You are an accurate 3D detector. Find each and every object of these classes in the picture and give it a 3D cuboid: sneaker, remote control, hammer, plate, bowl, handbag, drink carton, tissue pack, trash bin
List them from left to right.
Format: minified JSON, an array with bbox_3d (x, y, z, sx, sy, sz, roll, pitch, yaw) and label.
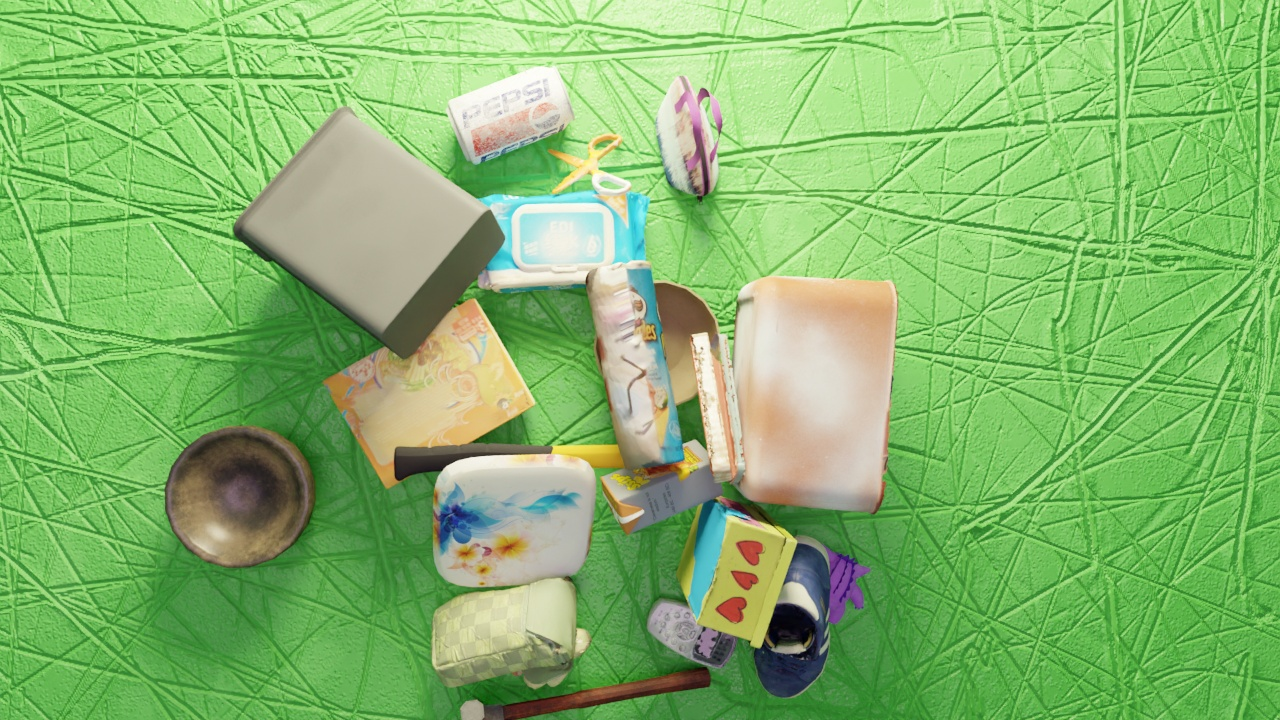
[{"bbox_3d":[-0.457,0.154,1.067,0.162,0.070,0.162,0,91,-4],"label":"bowl"},{"bbox_3d":[-0.297,-0.141,1.019,0.220,0.098,0.191,35,79,14],"label":"trash bin"},{"bbox_3d":[-0.151,0.331,1.081,0.186,0.113,0.117,-13,124,9],"label":"handbag"},{"bbox_3d":[-0.145,0.192,1.066,0.187,0.016,0.187,0,118,-13],"label":"plate"},{"bbox_3d":[-0.118,0.112,1.059,0.323,0.029,0.127,1,111,-17],"label":"hammer"},{"bbox_3d":[-0.090,-0.142,1.092,0.209,0.066,0.117,-3,91,-6],"label":"tissue pack"},{"bbox_3d":[-0.062,0.403,1.095,0.300,0.111,0.028,-6,63,-13],"label":"hammer"},{"bbox_3d":[0.018,-0.020,1.104,0.152,0.050,0.152,0,94,-7],"label":"bowl"},{"bbox_3d":[0.024,0.145,1.056,0.124,0.076,0.048,-21,115,-12],"label":"drink carton"},{"bbox_3d":[0.062,0.332,1.127,0.114,0.028,0.060,29,89,-4],"label":"remote control"},{"bbox_3d":[0.063,-0.259,1.045,0.068,0.170,0.144,-13,92,-4],"label":"handbag"},{"bbox_3d":[0.172,0.330,1.047,0.091,0.118,0.233,10,114,10],"label":"sneaker"},{"bbox_3d":[0.188,0.032,1.056,0.157,0.181,0.259,5,92,-2],"label":"trash bin"}]

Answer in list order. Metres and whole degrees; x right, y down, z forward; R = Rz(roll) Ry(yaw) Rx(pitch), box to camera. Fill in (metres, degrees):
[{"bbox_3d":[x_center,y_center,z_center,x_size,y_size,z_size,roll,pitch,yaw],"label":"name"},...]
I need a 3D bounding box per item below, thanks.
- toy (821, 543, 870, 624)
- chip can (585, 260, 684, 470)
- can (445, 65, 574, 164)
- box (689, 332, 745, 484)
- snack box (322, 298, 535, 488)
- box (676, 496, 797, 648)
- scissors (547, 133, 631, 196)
[{"bbox_3d":[0.233,0.274,1.123,0.106,0.056,0.088,28,90,-5],"label":"toy"},{"bbox_3d":[-0.006,0.006,1.023,0.080,0.080,0.229,-10,85,-4],"label":"chip can"},{"bbox_3d":[-0.152,-0.289,1.077,0.136,0.078,0.078,-22,92,-3],"label":"can"},{"bbox_3d":[0.080,0.050,1.021,0.057,0.060,0.186,25,46,-39],"label":"box"},{"bbox_3d":[-0.243,0.035,1.074,0.195,0.080,0.145,-30,95,-4],"label":"snack box"},{"bbox_3d":[0.103,0.226,1.032,0.082,0.221,0.124,18,87,-4],"label":"box"},{"bbox_3d":[-0.058,-0.229,1.086,0.130,0.011,0.125,33,61,27],"label":"scissors"}]
